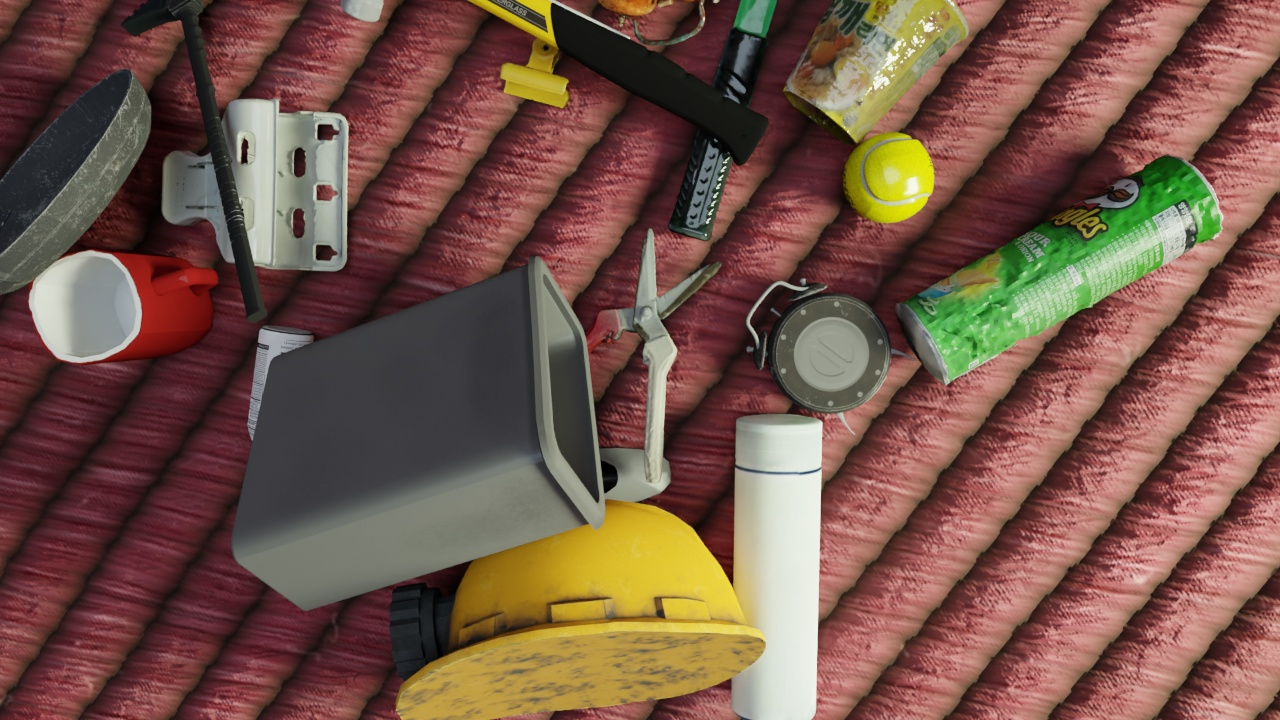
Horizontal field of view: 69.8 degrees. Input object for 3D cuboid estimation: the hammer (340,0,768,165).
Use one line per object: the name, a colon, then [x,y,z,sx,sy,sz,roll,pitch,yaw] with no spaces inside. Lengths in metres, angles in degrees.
hammer: [-0.055,-0.237,0.661,0.323,0.029,0.127,28,121,-3]

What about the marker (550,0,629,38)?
marker: [-0.073,-0.265,0.702,0.133,0.027,0.023,27,132,1]

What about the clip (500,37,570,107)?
clip: [-0.078,-0.224,0.705,0.054,0.046,0.048,16,119,4]

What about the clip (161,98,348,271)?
clip: [-0.303,-0.134,0.701,0.150,0.110,0.126,2,91,-7]

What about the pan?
pan: [-0.492,-0.093,0.699,0.358,0.207,0.040,-27,135,22]

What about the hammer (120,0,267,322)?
hammer: [-0.310,-0.159,0.655,0.095,0.015,0.324,-27,64,7]

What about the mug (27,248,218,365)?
mug: [-0.377,-0.046,0.699,0.116,0.096,0.080,-18,93,4]

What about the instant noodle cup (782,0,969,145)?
instant noodle cup: [0.161,-0.220,0.661,0.102,0.102,0.108,37,100,0]

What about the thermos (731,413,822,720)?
thermos: [0.103,0.156,0.700,0.068,0.068,0.230,1,95,3]

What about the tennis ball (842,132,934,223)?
tennis ball: [0.182,-0.134,0.676,0.065,0.065,0.065,0,94,3]

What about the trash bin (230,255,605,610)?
trash bin: [-0.149,0.049,0.640,0.220,0.191,0.098,-19,136,10]

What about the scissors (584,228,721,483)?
scissors: [-0.007,0.004,0.707,0.199,0.015,0.179,-31,73,10]

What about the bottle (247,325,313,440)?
bottle: [-0.287,0.032,0.728,0.041,0.041,0.116,9,94,3]

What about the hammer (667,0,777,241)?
hammer: [0.083,-0.247,0.693,0.130,0.032,0.319,17,95,2]

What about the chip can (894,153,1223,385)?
chip can: [0.299,-0.063,0.672,0.223,0.075,0.075,-29,92,5]

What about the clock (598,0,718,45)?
clock: [0.014,-0.309,0.659,0.121,0.073,0.158,0,107,34]

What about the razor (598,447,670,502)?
razor: [-0.054,0.093,0.714,0.156,0.060,0.057,-2,82,-16]

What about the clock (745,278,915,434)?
clock: [0.138,-0.009,0.698,0.123,0.043,0.091,38,95,0]

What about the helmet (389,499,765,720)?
helmet: [-0.047,0.171,0.666,0.255,0.206,0.131,-8,58,-3]
